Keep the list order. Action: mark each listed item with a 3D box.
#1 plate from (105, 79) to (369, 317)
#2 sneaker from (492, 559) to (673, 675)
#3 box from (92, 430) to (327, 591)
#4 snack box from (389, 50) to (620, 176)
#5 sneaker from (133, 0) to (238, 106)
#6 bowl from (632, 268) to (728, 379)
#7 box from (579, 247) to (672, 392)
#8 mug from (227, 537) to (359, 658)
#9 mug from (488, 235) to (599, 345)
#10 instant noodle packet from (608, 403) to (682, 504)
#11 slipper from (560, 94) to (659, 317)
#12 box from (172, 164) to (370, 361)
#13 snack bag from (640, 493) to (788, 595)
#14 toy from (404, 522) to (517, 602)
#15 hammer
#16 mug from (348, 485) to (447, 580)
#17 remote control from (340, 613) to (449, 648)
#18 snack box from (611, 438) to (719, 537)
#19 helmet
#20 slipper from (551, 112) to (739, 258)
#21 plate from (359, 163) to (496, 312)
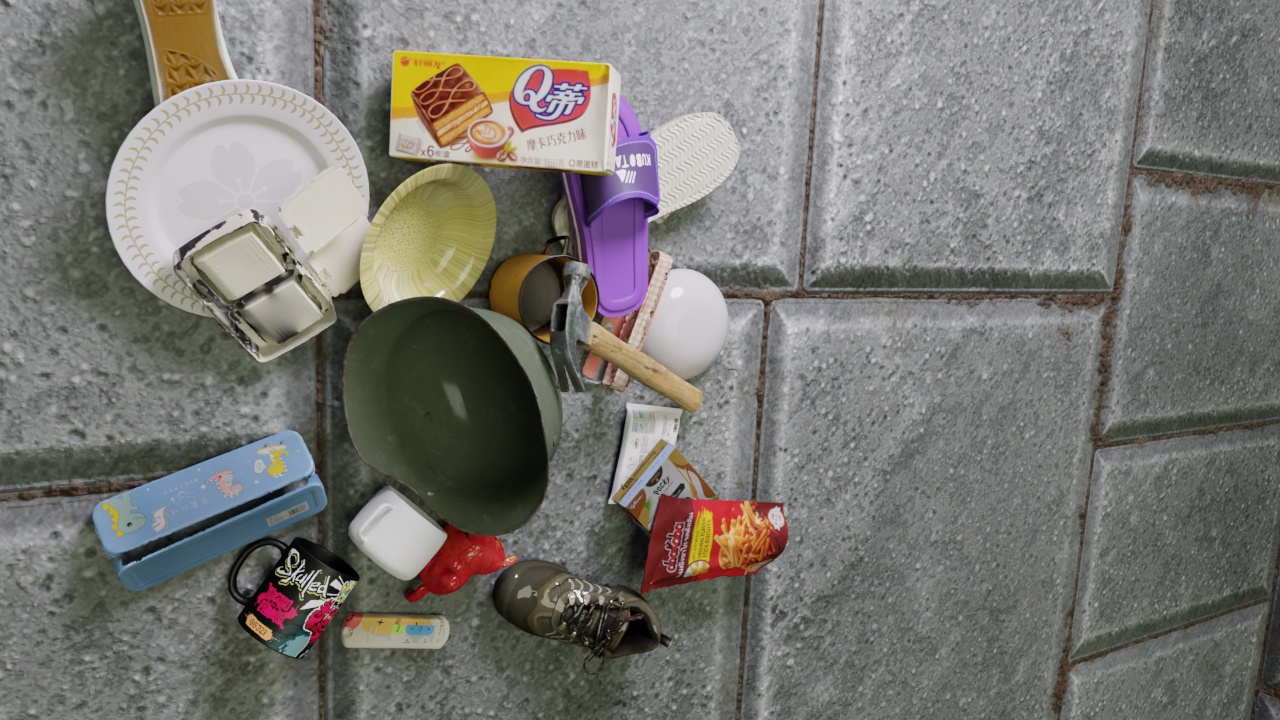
[{"bbox_3d":[-0.384,-0.152,0.892,0.242,0.016,0.243,-23,131,-28],"label":"plate"},{"bbox_3d":[-0.062,0.328,1.137,0.237,0.143,0.101,22,88,-32],"label":"sneaker"},{"bbox_3d":[-0.440,0.154,0.950,0.208,0.073,0.085,-23,70,-26],"label":"box"},{"bbox_3d":[-0.140,-0.257,0.955,0.230,0.061,0.110,6,98,6],"label":"snack box"},{"bbox_3d":[-0.419,-0.270,0.855,0.087,0.079,0.236,-21,128,-26],"label":"sneaker"},{"bbox_3d":[0.062,-0.044,1.199,0.149,0.043,0.149,-6,102,-30],"label":"bowl"},{"bbox_3d":[-0.017,-0.055,1.145,0.071,0.056,0.187,20,87,0],"label":"box"},{"bbox_3d":[-0.378,0.242,0.978,0.118,0.082,0.098,34,80,-3],"label":"mug"},{"bbox_3d":[-0.111,-0.085,1.058,0.100,0.094,0.123,14,91,-34],"label":"mug"},{"bbox_3d":[0.008,0.126,1.209,0.087,0.026,0.134,8,96,-32],"label":"instant noodle packet"},{"bbox_3d":[-0.022,-0.175,1.040,0.107,0.084,0.267,-17,113,-31],"label":"slipper"},{"bbox_3d":[-0.346,-0.098,0.914,0.187,0.058,0.144,-36,136,-12],"label":"box"},{"bbox_3d":[0.095,0.242,1.233,0.207,0.066,0.139,6,108,-31],"label":"snack bag"},{"bbox_3d":[-0.214,0.247,1.077,0.133,0.088,0.094,-44,136,-3],"label":"toy"},{"bbox_3d":[-0.006,0.006,1.086,0.330,0.033,0.132,32,61,-56],"label":"hammer"},{"bbox_3d":[-0.272,0.188,1.007,0.068,0.094,0.116,-50,157,-12],"label":"mug"},{"bbox_3d":[-0.286,0.317,1.076,0.125,0.018,0.038,11,94,-30],"label":"remote control"},{"bbox_3d":[0.049,0.199,1.223,0.101,0.032,0.186,-50,131,-14],"label":"snack box"},{"bbox_3d":[-0.176,0.050,0.996,0.153,0.227,0.268,-37,111,-67],"label":"helmet"},{"bbox_3d":[0.005,-0.214,1.129,0.262,0.052,0.115,-34,118,-14],"label":"slipper"},{"bbox_3d":[-0.235,-0.128,0.983,0.183,0.036,0.185,-40,147,-33],"label":"plate"}]
